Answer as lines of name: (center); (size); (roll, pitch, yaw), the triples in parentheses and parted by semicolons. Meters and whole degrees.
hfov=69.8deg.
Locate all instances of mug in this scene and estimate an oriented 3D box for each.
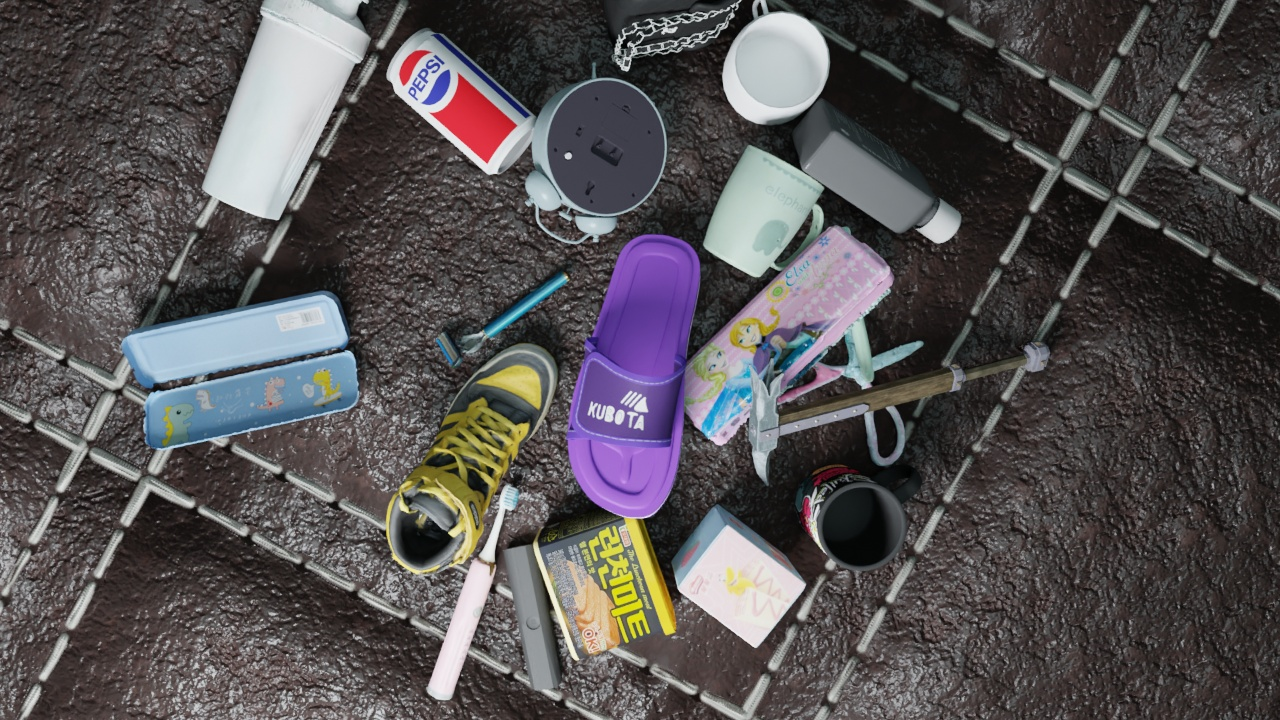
mug: (0.214, 0.137, 0.876); (0.118, 0.098, 0.082); (-33, 94, 0)
mug: (0.123, -0.132, 0.872); (0.111, 0.084, 0.104); (22, 103, -31)
mug: (0.123, -0.283, 0.863); (0.094, 0.068, 0.115); (-15, 94, -1)

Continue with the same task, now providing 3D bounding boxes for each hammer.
hammer: (0.252, 0.032, 0.879); (0.316, 0.028, 0.147); (-13, 129, -12)

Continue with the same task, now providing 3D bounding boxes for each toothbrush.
toothbrush: (-0.163, 0.227, 0.905); (0.026, 0.027, 0.222); (21, 93, 26)
toothbrush: (0.209, -0.055, 0.899); (0.022, 0.015, 0.154); (-12, 88, 11)

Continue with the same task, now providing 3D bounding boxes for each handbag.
handbag: (0.036, -0.312, 0.818); (0.125, 0.154, 0.114); (-7, 90, -6)

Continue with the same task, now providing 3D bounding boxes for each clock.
clock: (-0.045, -0.186, 0.851); (0.122, 0.045, 0.159); (25, 91, -30)

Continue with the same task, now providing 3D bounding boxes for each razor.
razor: (-0.129, -0.044, 0.894); (0.144, 0.022, 0.042); (-34, 58, -4)

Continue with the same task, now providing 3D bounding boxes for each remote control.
remote control: (-0.107, 0.255, 0.914); (0.033, 0.015, 0.147); (-11, 94, -1)

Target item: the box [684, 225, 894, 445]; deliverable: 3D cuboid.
box: (0.137, -0.020, 0.883); (0.230, 0.071, 0.084); (-44, 56, 6)

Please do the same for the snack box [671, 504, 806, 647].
snack box: (0.090, 0.204, 0.878); (0.095, 0.093, 0.079); (38, 91, -4)

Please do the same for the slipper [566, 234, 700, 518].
slipper: (-0.005, 0.005, 0.833); (0.107, 0.084, 0.266); (10, 78, 7)

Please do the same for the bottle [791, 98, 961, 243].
bottle: (0.225, -0.167, 0.857); (0.174, 0.083, 0.046); (29, 121, -19)

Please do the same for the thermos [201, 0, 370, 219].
thermos: (-0.327, -0.244, 0.842); (0.099, 0.099, 0.220); (26, 96, -3)

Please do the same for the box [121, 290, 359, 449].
box: (-0.379, 0.009, 0.881); (0.209, 0.043, 0.125); (-12, 95, -1)

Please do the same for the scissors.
scissors: (0.210, 0.029, 0.913); (0.170, 0.013, 0.177); (-23, 92, -4)

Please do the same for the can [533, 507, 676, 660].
can: (-0.034, 0.210, 0.887); (0.101, 0.072, 0.131); (-19, 94, 2)

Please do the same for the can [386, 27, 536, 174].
can: (-0.165, -0.240, 0.855); (0.132, 0.070, 0.070); (41, 91, -4)

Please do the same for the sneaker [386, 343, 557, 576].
sneaker: (-0.158, 0.092, 0.850); (0.086, 0.122, 0.238); (29, 93, -5)
